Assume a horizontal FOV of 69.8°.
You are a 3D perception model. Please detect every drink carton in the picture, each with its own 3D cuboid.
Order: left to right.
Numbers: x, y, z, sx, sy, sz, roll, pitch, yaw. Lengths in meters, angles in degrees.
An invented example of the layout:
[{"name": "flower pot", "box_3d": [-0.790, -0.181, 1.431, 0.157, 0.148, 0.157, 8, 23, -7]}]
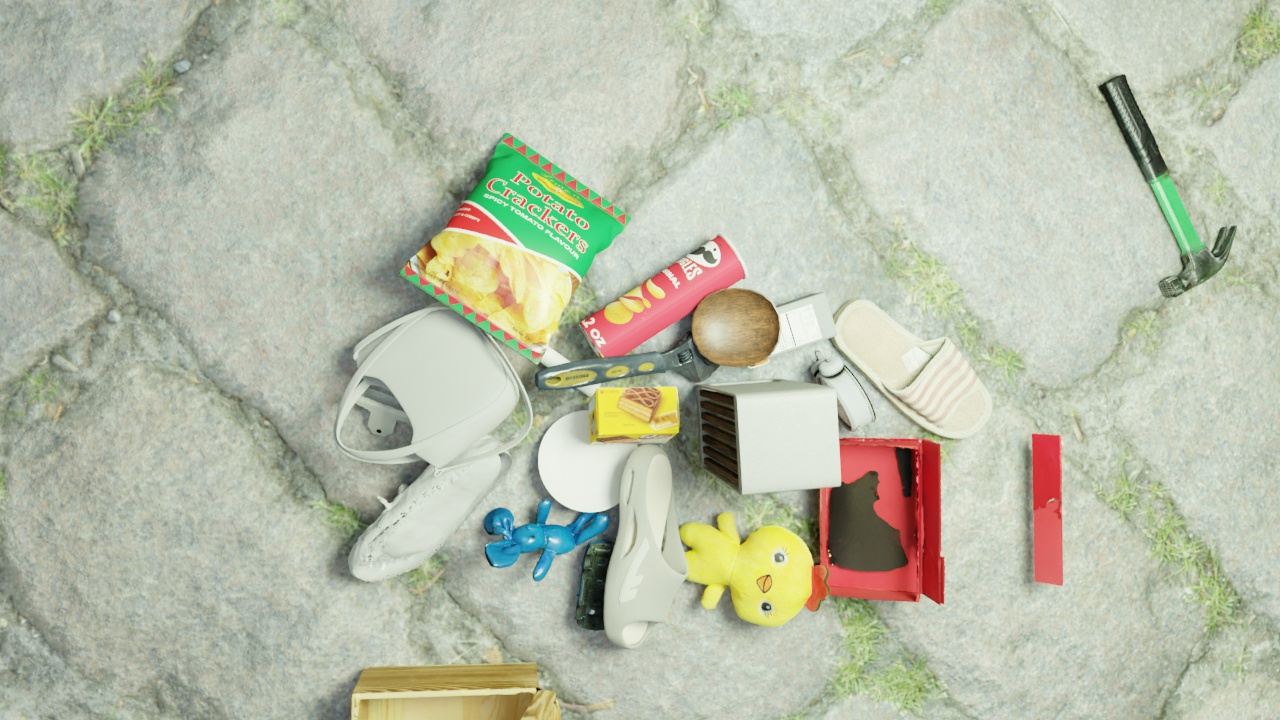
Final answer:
[{"name": "drink carton", "box_3d": [0.191, -0.044, 1.230, 0.124, 0.048, 0.076, -18, 94, -7]}]

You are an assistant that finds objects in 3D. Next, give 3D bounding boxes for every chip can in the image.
[{"name": "chip can", "box_3d": [0.030, -0.079, 1.197, 0.220, 0.069, 0.069, -33, 96, -5]}]

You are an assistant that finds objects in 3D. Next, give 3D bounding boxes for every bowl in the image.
[{"name": "bowl", "box_3d": [0.125, -0.043, 1.184, 0.114, 0.026, 0.102, 1, 97, 10]}]

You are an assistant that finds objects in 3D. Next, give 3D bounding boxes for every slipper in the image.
[{"name": "slipper", "box_3d": [-0.273, 0.183, 1.163, 0.246, 0.074, 0.112, -45, 128, -2]}, {"name": "slipper", "box_3d": [0.020, 0.244, 1.181, 0.081, 0.112, 0.265, 5, 84, 30]}, {"name": "slipper", "box_3d": [0.377, 0.011, 1.257, 0.263, 0.052, 0.115, 37, 88, -7]}]

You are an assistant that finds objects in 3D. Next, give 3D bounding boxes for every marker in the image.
[{"name": "marker", "box_3d": [-0.112, 0.002, 1.201, 0.133, 0.027, 0.023, 36, 90, -7]}]

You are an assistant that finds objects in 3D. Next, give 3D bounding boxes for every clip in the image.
[{"name": "clip", "box_3d": [-0.326, 0.067, 1.173, 0.102, 0.058, 0.052, 21, 65, -7]}]

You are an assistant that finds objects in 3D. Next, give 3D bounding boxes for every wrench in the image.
[{"name": "wrench", "box_3d": [-0.007, 0.007, 1.176, 0.272, 0.022, 0.073, -9, 118, -27]}]

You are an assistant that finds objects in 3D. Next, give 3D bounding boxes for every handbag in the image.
[{"name": "handbag", "box_3d": [-0.268, 0.050, 1.120, 0.222, 0.096, 0.216, -35, 76, -13]}]

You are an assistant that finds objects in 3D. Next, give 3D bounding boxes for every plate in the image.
[{"name": "plate", "box_3d": [-0.068, 0.132, 1.207, 0.134, 0.011, 0.134, 3, 75, -11]}]

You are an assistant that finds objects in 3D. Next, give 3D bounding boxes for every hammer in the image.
[{"name": "hammer", "box_3d": [0.742, -0.258, 1.309, 0.130, 0.032, 0.319, -29, 95, -5]}]

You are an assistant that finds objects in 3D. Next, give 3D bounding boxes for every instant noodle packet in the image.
[{"name": "instant noodle packet", "box_3d": [-0.149, -0.146, 1.149, 0.195, 0.090, 0.252, 34, 63, -7]}]

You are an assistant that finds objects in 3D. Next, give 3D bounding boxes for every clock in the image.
[{"name": "clock", "box_3d": [0.266, 0.039, 1.222, 0.035, 0.094, 0.122, -31, 90, -3]}]

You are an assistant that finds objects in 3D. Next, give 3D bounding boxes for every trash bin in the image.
[{"name": "trash bin", "box_3d": [0.150, 0.088, 1.138, 0.114, 0.229, 0.114, -4, 92, -8]}]

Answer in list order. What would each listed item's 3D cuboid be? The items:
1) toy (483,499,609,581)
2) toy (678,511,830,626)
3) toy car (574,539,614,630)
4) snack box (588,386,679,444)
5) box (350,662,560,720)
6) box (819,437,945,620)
[{"name": "toy", "box_3d": [-0.130, 0.221, 1.186, 0.176, 0.112, 0.071, -8, 130, -28]}, {"name": "toy", "box_3d": [0.144, 0.276, 1.219, 0.207, 0.092, 0.134, 15, 92, 3]}, {"name": "toy car", "box_3d": [-0.054, 0.295, 1.210, 0.056, 0.043, 0.120, 7, 92, -8]}, {"name": "snack box", "box_3d": [-0.009, 0.072, 1.182, 0.105, 0.084, 0.061, 0, 76, -10]}, {"name": "box", "box_3d": [-0.198, 0.539, 1.059, 0.286, 0.335, 0.279, 1, 90, -10]}, {"name": "box", "box_3d": [0.303, 0.211, 1.177, 0.165, 0.153, 0.213, 0, 94, 24]}]
